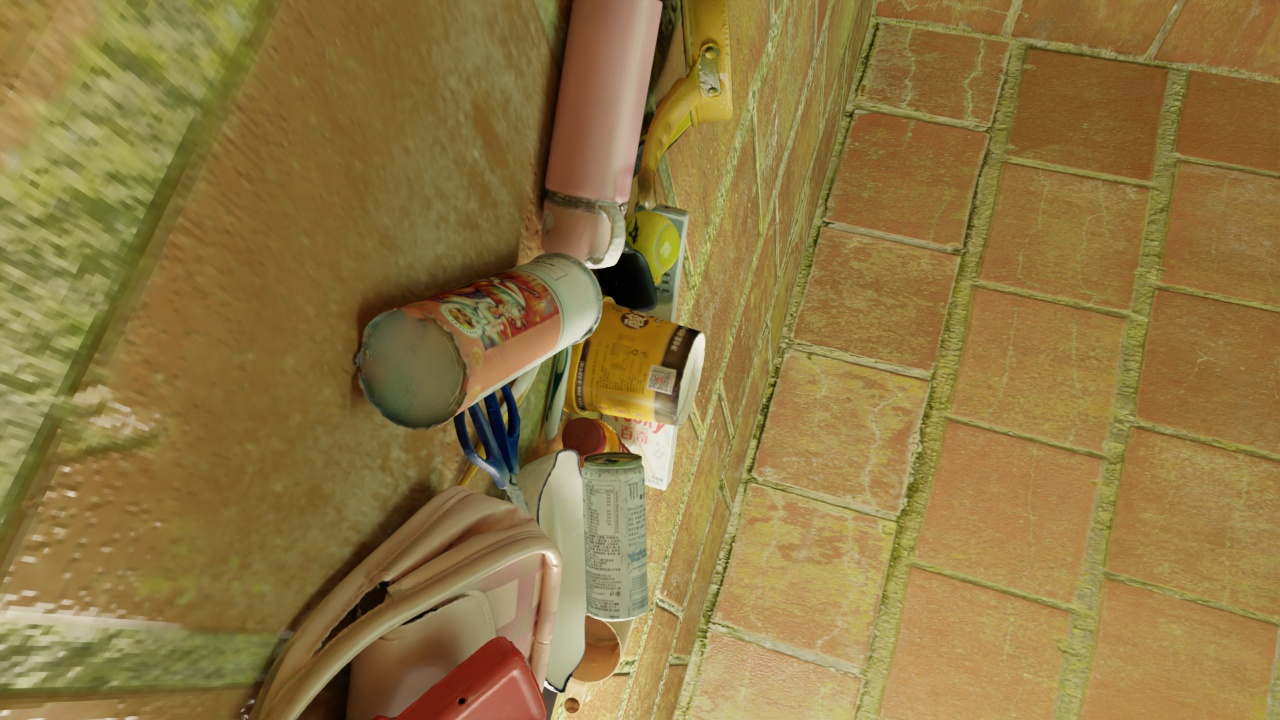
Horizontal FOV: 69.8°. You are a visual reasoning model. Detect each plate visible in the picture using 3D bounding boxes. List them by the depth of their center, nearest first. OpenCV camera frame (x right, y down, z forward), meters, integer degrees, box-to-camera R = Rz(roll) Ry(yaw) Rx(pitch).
[{"bbox_3d":[-0.082,0.181,0.807,0.204,0.045,0.205,1,89,-80],"label":"plate"}]

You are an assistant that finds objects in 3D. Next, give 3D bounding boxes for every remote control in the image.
[{"bbox_3d":[-0.013,-0.072,0.897,0.136,0.053,0.024,69,29,-68],"label":"remote control"},{"bbox_3d":[0.016,-0.100,0.982,0.019,0.056,0.135,-52,154,-58],"label":"remote control"}]

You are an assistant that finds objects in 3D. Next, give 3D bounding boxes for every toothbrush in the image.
[{"bbox_3d":[-0.112,0.062,0.704,0.016,0.018,0.190,89,22,-53],"label":"toothbrush"},{"bbox_3d":[-0.067,-0.019,0.816,0.018,0.016,0.192,-13,116,-64],"label":"toothbrush"}]

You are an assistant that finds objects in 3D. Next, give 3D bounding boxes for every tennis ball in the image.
[{"bbox_3d":[0.007,-0.115,0.907,0.065,0.065,0.065,15,89,-77],"label":"tennis ball"}]

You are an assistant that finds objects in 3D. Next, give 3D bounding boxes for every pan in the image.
[{"bbox_3d":[0.039,-0.253,0.782,0.198,0.078,0.356,79,9,-49],"label":"pan"}]

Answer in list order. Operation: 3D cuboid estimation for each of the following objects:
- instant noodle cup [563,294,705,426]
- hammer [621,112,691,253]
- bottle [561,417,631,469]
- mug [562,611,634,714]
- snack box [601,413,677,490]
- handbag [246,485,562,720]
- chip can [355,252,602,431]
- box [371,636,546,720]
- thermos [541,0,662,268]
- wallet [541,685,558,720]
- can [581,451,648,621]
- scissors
[{"bbox_3d":[-0.005,0.005,0.878,0.118,0.114,0.118,15,89,-76],"label":"instant noodle cup"},{"bbox_3d":[0.010,-0.205,0.884,0.322,0.032,0.126,-59,152,-55],"label":"hammer"},{"bbox_3d":[-0.042,0.098,0.945,0.175,0.057,0.057,63,43,-70],"label":"bottle"},{"bbox_3d":[-0.056,0.330,1.068,0.103,0.084,0.125,-42,145,-76],"label":"mug"},{"bbox_3d":[-0.001,0.068,1.025,0.026,0.085,0.157,-54,154,-53],"label":"snack box"},{"bbox_3d":[-0.155,0.203,0.571,0.233,0.093,0.194,-25,132,-54],"label":"handbag"},{"bbox_3d":[-0.093,-0.019,0.588,0.214,0.071,0.071,-40,142,-67],"label":"chip can"},{"bbox_3d":[-0.138,0.265,0.535,0.200,0.058,0.161,-37,145,-29],"label":"box"},{"bbox_3d":[-0.028,-0.167,0.677,0.067,0.087,0.199,2,106,-34],"label":"thermos"},{"bbox_3d":[-0.116,0.393,1.040,0.096,0.020,0.122,56,48,-72],"label":"wallet"},{"bbox_3d":[-0.023,0.161,0.843,0.058,0.058,0.147,-19,108,-74],"label":"can"},{"bbox_3d":[-0.093,0.089,0.689,0.173,0.012,0.132,60,29,-41],"label":"scissors"}]
